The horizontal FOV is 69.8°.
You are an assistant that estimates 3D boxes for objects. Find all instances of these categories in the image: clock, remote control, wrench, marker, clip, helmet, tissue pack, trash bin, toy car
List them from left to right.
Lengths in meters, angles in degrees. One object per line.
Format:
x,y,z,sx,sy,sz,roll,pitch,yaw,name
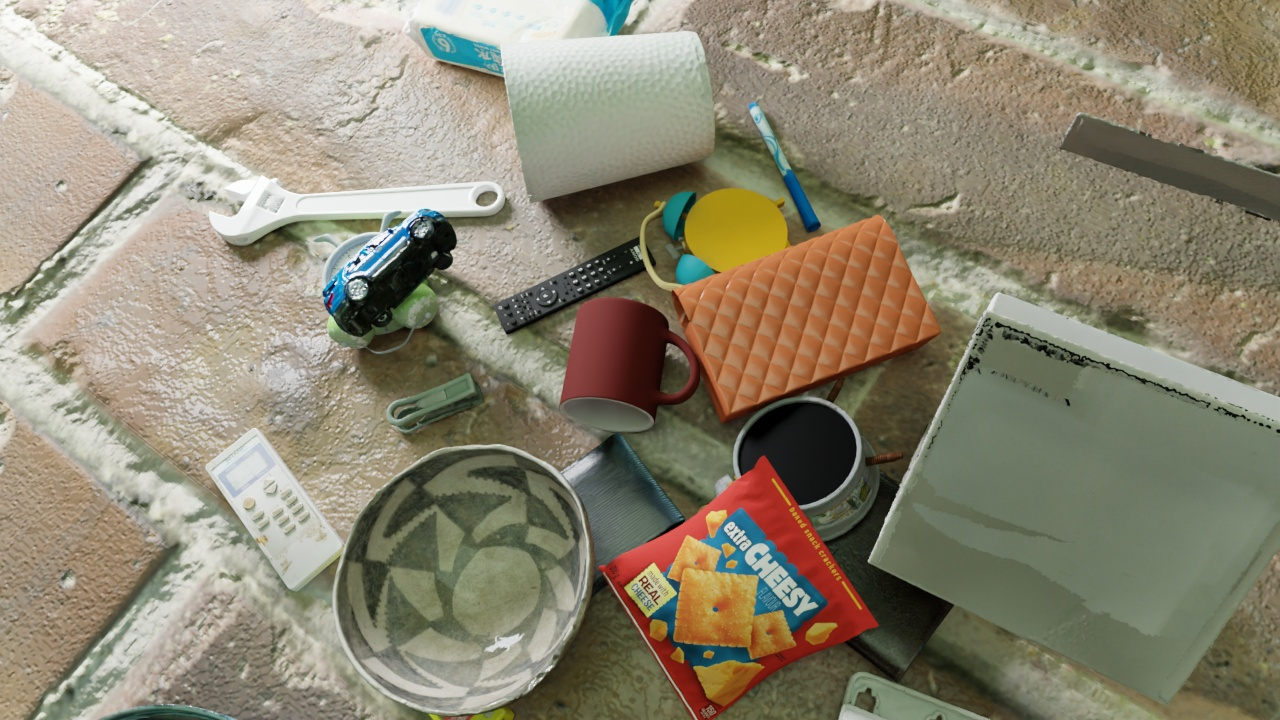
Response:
-0.255,0.333,0.537,0.266,0.167,0.225,36,73,18,helmet
-0.290,0.115,0.725,0.050,0.011,0.136,-41,68,-11,remote control
-0.258,-0.141,0.833,0.273,0.018,0.066,-2,66,5,wrench
-0.222,-0.060,0.777,0.094,0.042,0.119,-18,65,0,clock
-0.199,-0.073,0.726,0.120,0.056,0.043,-44,67,-11,toy car
-0.165,0.035,0.736,0.076,0.045,0.023,-22,64,-2,clip
-0.121,-0.328,0.872,0.209,0.066,0.116,20,71,17,tissue pack
-0.056,-0.064,0.776,0.140,0.009,0.030,-26,66,-4,remote control
-0.026,-0.212,0.778,0.161,0.133,0.133,-10,65,-3,trash bin
0.064,-0.099,0.760,0.129,0.044,0.099,-10,65,-5,clock
0.123,-0.172,0.800,0.013,0.013,0.141,-20,65,-2,marker
0.105,0.084,0.660,0.148,0.056,0.104,-29,50,0,clock
0.173,0.280,0.570,0.125,0.075,0.143,17,59,17,clip

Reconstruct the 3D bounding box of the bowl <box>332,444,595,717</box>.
-0.111,0.152,0.627,0.178,0.081,0.178,-5,62,8,bowl

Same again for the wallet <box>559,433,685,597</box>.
-0.037,0.119,0.684,0.115,0.026,0.089,-36,65,-9,wallet

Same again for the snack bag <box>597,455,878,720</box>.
0.063,0.158,0.624,0.144,0.039,0.130,-36,80,14,snack bag

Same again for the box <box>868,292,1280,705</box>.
0.261,0.088,0.599,0.167,0.380,0.172,25,88,17,box

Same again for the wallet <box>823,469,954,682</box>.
0.172,0.148,0.644,0.099,0.031,0.119,36,69,21,wallet

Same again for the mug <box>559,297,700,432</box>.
-0.004,0.004,0.699,0.106,0.073,0.082,-1,65,22,mug

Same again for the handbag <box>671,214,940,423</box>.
0.122,-0.034,0.706,0.172,0.060,0.109,-21,79,-7,handbag

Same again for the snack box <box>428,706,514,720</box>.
-0.154,0.212,0.655,0.148,0.029,0.040,41,77,21,snack box
